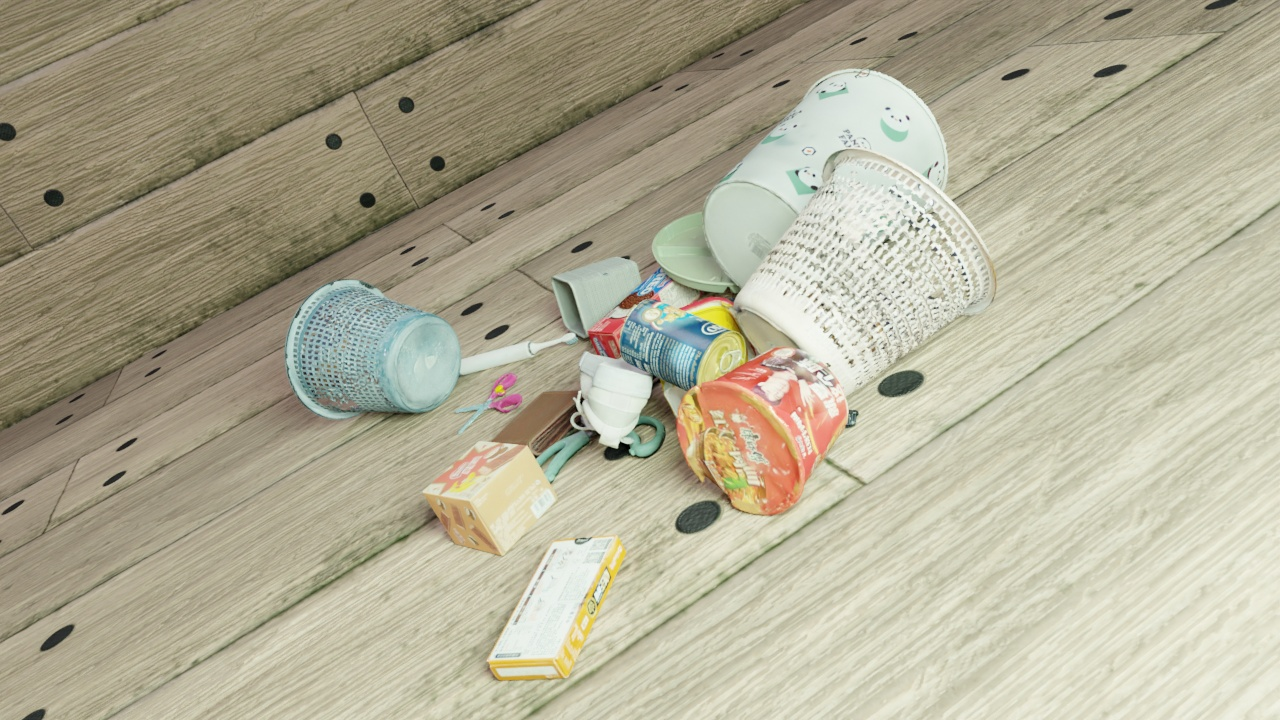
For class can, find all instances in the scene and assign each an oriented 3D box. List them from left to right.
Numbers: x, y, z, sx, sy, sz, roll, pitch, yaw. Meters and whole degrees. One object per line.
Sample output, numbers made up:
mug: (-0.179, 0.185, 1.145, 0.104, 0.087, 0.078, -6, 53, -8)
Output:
can: (0.041, -0.012, 0.937, 0.111, 0.075, 0.075, 25, 52, 36)

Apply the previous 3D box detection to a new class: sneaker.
sneaker: (-0.032, 0.044, 1.054, 0.089, 0.091, 0.242, 13, 4, -6)

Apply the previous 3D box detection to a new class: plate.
plate: (0.132, -0.158, 1.315, 0.230, 0.027, 0.229, -2, 35, 1)

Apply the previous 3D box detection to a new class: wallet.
wallet: (-0.128, 0.082, 1.167, 0.101, 0.032, 0.124, -4, 31, 46)

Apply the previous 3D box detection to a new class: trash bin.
trash bin: (-0.396, -0.005, 1.419, 0.195, 0.227, 0.225, 9, 40, 33)
trash bin: (0.227, -0.212, 1.175, 0.251, 0.230, 0.230, -42, 28, -29)
trash bin: (0.212, -0.071, 0.947, 0.192, 0.227, 0.227, -44, 27, -8)

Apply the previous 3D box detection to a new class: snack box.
snack box: (-0.164, 0.148, 1.004, 0.095, 0.077, 0.092, 0, 35, 45)
snack box: (-0.073, 0.219, 0.829, 0.075, 0.026, 0.153, -12, 28, 28)
snack box: (0.015, -0.072, 1.304, 0.057, 0.058, 0.206, 4, 37, 44)

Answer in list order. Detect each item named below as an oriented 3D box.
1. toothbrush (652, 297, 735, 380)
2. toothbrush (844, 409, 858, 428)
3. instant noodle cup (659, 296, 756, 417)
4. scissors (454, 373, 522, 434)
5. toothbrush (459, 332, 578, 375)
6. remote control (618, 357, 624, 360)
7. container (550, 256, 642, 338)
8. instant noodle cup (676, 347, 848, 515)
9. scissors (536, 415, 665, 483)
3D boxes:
toothbrush: (0.055, -0.014, 1.184, 0.212, 0.026, 0.027, -39, 47, -25)
toothbrush: (0.134, 0.073, 0.943, 0.190, 0.014, 0.017, -13, 56, 31)
instant noodle cup: (0.069, 0.010, 1.027, 0.116, 0.116, 0.123, -18, 37, 13)
scissors: (-0.213, 0.061, 1.311, 0.136, 0.017, 0.133, 1, 40, 44)
toothbrush: (-0.194, -0.012, 1.425, 0.221, 0.026, 0.026, -14, 52, 25)
remote control: (-0.007, 0.007, 1.206, 0.149, 0.021, 0.058, -34, 25, -18)
container: (-0.060, -0.100, 1.389, 0.114, 0.090, 0.090, -23, 22, -20)
instant noodle cup: (0.120, 0.056, 0.850, 0.138, 0.138, 0.108, 1, 27, 45)
scissors: (-0.051, 0.102, 1.061, 0.174, 0.019, 0.170, -38, 25, -28)
